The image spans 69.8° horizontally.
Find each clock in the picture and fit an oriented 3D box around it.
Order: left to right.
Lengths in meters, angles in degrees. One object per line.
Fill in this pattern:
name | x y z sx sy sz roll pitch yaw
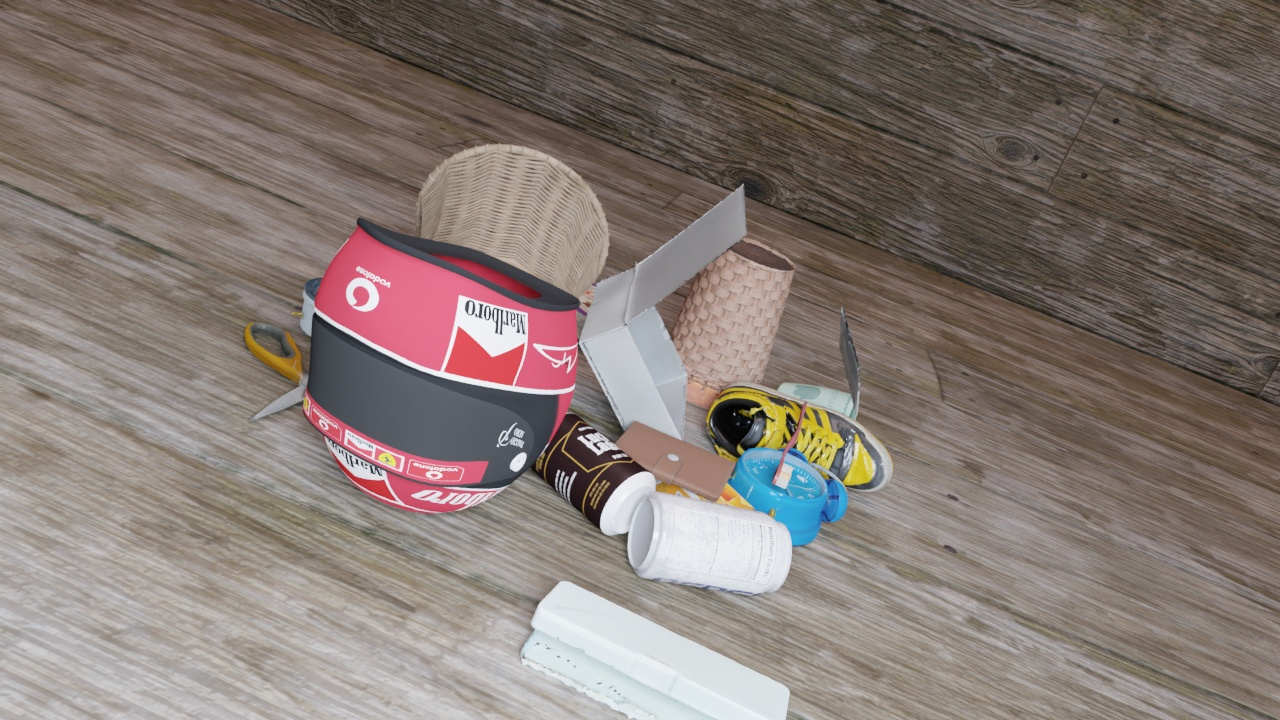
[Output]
clock | -0.333 -0.053 1.052 0.117 0.057 0.083 18 20 -8
clock | 0.161 0.145 1.017 0.161 0.060 0.117 -7 33 -42

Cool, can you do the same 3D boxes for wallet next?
wallet | 0.035 0.102 0.954 0.121 0.013 0.087 22 25 11

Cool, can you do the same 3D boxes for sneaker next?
sneaker | 0.189 0.099 1.119 0.239 0.086 0.122 23 15 18

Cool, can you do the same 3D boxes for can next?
can | -0.049 0.109 0.896 0.128 0.072 0.071 35 25 33
can | 0.063 0.170 0.842 0.136 0.078 0.078 14 22 -18

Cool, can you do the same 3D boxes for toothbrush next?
toothbrush | 0.173 0.089 1.029 0.016 0.015 0.184 25 31 7

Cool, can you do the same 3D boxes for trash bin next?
trash bin | 0.125 -0.052 1.263 0.151 0.210 0.151 18 22 -8

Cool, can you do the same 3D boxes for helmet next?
helmet | -0.172 0.018 0.784 0.198 0.225 0.270 27 9 21

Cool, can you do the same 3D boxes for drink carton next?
drink carton | 0.063 0.146 0.954 0.058 0.041 0.122 2 27 -40

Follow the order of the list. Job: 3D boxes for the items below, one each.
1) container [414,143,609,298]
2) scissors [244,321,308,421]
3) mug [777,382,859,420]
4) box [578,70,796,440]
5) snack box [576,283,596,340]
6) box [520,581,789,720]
container | -0.156 -0.089 0.996 0.227 0.227 0.195 17 39 -9
scissors | -0.337 0.014 0.942 0.226 0.016 0.224 27 24 14
mug | 0.225 0.082 1.223 0.104 0.084 0.111 17 44 20
box | 0.029 -0.105 1.005 0.149 0.414 0.166 15 29 -3
snack box | -0.057 -0.061 1.324 0.143 0.041 0.147 28 21 -6
box | 0.013 0.230 0.688 0.199 0.071 0.084 23 40 9
